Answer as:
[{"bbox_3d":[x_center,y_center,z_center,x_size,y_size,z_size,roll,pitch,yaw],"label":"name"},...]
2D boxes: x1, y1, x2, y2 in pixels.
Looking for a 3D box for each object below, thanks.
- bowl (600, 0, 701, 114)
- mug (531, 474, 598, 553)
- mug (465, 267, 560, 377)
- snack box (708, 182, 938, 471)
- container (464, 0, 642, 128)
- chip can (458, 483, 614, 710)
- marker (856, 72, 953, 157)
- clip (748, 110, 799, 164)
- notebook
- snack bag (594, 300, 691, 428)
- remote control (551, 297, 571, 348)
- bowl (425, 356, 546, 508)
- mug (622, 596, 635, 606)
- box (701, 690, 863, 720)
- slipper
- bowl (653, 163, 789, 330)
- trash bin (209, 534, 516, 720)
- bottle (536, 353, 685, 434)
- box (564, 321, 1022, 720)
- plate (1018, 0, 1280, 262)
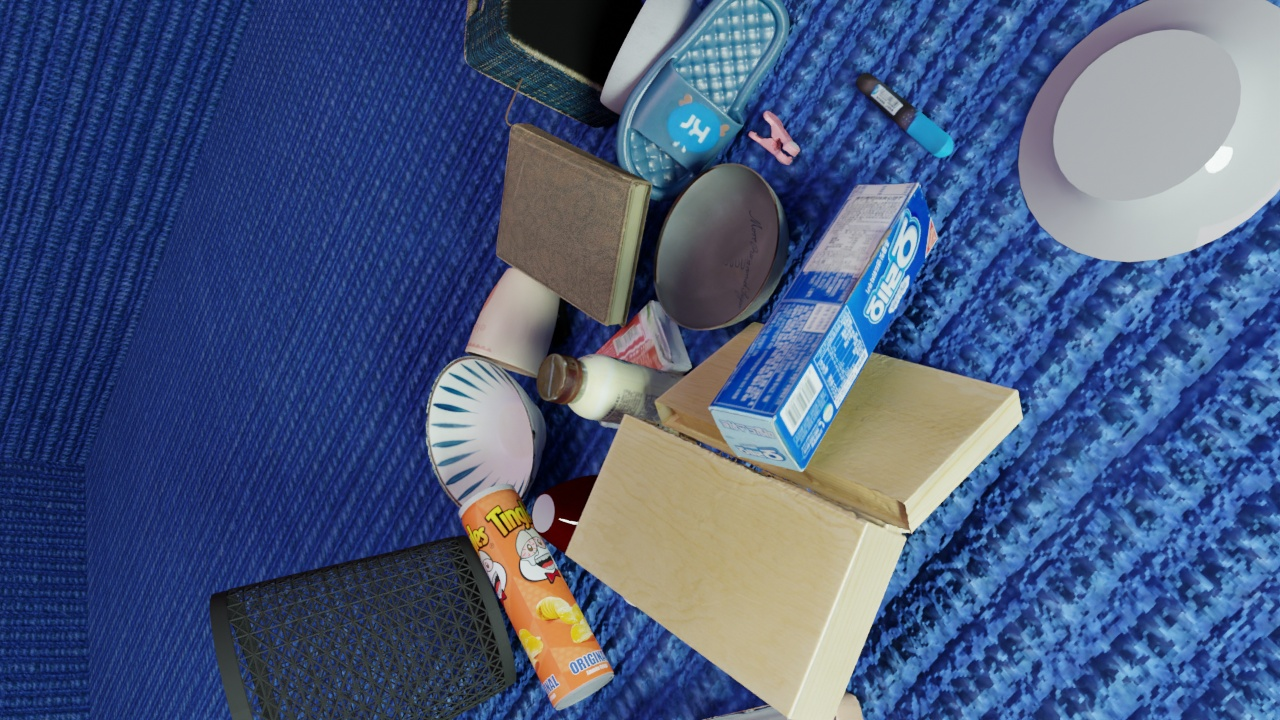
[{"bbox_3d":[0.019,-0.297,0.902,0.132,0.064,0.131,-61,5,8],"label":"bowl"},{"bbox_3d":[-0.065,0.151,0.875,0.114,0.088,0.087,-18,66,46],"label":"mug"},{"bbox_3d":[-0.136,-0.042,1.016,0.111,0.085,0.104,165,125,-78],"label":"mug"},{"bbox_3d":[0.130,-0.029,0.629,0.060,0.059,0.225,9,54,44],"label":"snack box"},{"bbox_3d":[-0.085,-0.350,0.968,0.071,0.187,0.145,-13,70,44],"label":"container"},{"bbox_3d":[-0.102,0.222,0.880,0.062,0.062,0.210,-48,62,31],"label":"chip can"},{"bbox_3d":[0.204,-0.192,0.713,0.018,0.015,0.123,-51,43,23],"label":"marker"},{"bbox_3d":[0.117,-0.192,0.811,0.035,0.022,0.057,-50,48,24],"label":"clip"},{"bbox_3d":[-0.072,-0.157,0.904,0.215,0.034,0.190,34,123,43],"label":"notebook"},{"bbox_3d":[-0.005,0.005,0.888,0.116,0.036,0.077,-42,51,34],"label":"snack bag"},{"bbox_3d":[-0.102,-0.070,1.046,0.039,0.010,0.124,-44,49,34],"label":"remote control"},{"bbox_3d":[-0.153,0.080,1.001,0.178,0.070,0.177,6,100,40],"label":"bowl"},{"bbox_3d":[0.036,0.163,0.738,0.097,0.121,0.081,5,112,44],"label":"mug"},{"bbox_3d":[0.086,0.339,0.684,0.217,0.042,0.148,-33,51,40],"label":"box"},{"bbox_3d":[0.054,-0.243,0.835,0.214,0.103,0.059,-55,21,18],"label":"slipper"},{"bbox_3d":[0.080,-0.092,0.798,0.151,0.056,0.150,-17,67,46],"label":"bowl"},{"bbox_3d":[-0.268,0.293,0.917,0.217,0.242,0.217,52,151,44],"label":"trash bin"},{"bbox_3d":[-0.013,0.028,0.791,0.057,0.162,0.056,-19,65,46],"label":"bottle"},{"bbox_3d":[0.090,0.084,0.650,0.260,0.097,0.248,-48,36,-17],"label":"box"},{"bbox_3d":[0.312,-0.148,0.565,0.173,0.019,0.172,-18,66,46],"label":"plate"}]
